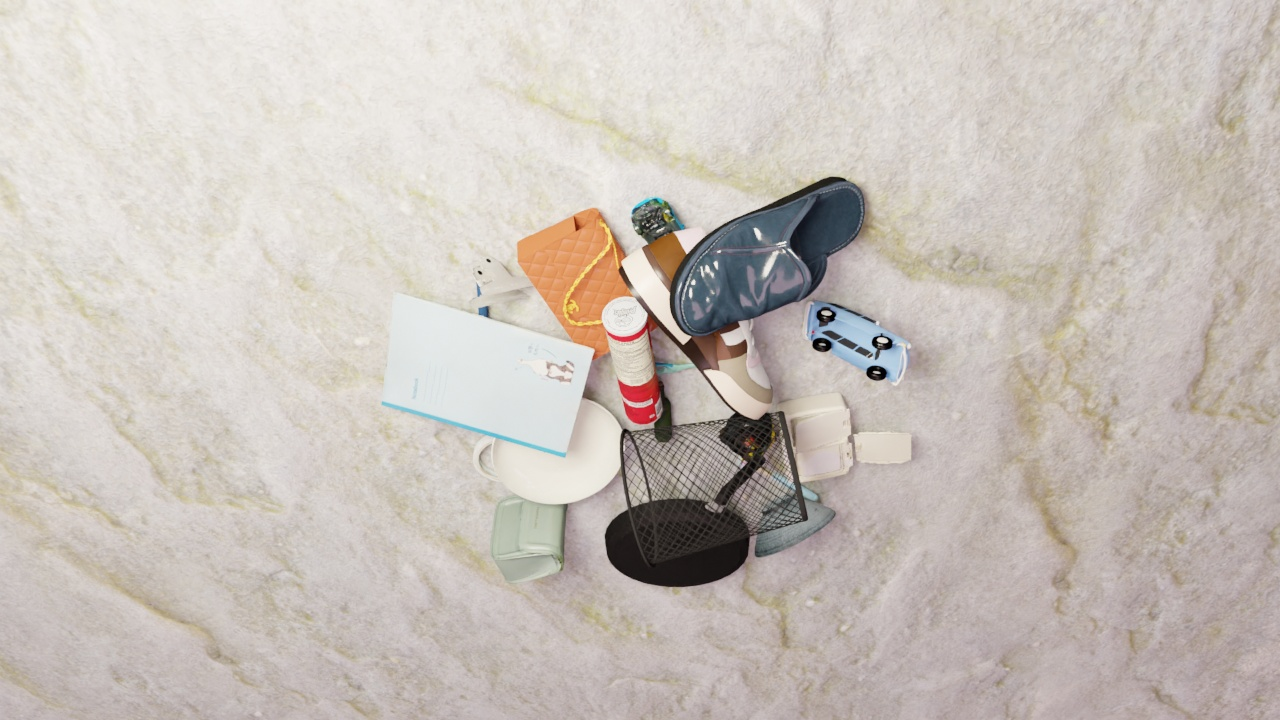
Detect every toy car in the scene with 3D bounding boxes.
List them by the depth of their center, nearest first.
[{"bbox_3d":[0.027,-0.147,1.057,0.048,0.032,0.105,-27,133,17],"label":"toy car"},{"bbox_3d":[0.266,-0.026,1.120,0.054,0.153,0.056,-24,130,-34],"label":"toy car"}]

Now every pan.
[{"bbox_3d":[0.086,0.248,1.376,0.225,0.034,0.358,19,134,-19],"label":"pan"}]

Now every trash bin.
[{"bbox_3d":[0.098,0.158,1.194,0.210,0.183,0.184,-13,131,8],"label":"trash bin"}]

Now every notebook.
[{"bbox_3d":[-0.198,0.023,1.159,0.253,0.009,0.181,16,125,-1],"label":"notebook"}]

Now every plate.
[{"bbox_3d":[-0.113,0.117,1.260,0.182,0.034,0.183,-4,122,-7],"label":"plate"}]

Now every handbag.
[{"bbox_3d":[-0.056,-0.086,1.089,0.109,0.060,0.172,-25,128,11],"label":"handbag"},{"bbox_3d":[-0.159,0.250,1.329,0.106,0.121,0.067,-13,129,11],"label":"handbag"}]

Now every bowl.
[{"bbox_3d":[0.218,0.236,1.374,0.137,0.136,0.057,-31,87,20],"label":"bowl"}]

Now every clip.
[{"bbox_3d":[-0.165,-0.099,1.069,0.052,0.101,0.059,-26,87,33],"label":"clip"}]

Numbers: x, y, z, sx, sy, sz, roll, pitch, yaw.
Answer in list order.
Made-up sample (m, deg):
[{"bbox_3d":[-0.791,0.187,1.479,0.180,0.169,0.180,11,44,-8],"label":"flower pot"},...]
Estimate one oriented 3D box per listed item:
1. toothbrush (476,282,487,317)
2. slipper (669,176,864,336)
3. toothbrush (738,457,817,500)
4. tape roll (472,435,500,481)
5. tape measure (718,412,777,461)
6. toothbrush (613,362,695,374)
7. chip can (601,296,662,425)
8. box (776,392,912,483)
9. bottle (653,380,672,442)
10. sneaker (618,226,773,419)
[{"bbox_3d":[-0.195,-0.035,1.147,0.014,0.014,0.168,-7,130,-14],"label":"toothbrush"},{"bbox_3d":[0.154,-0.110,0.993,0.265,0.083,0.109,-31,124,-15],"label":"slipper"},{"bbox_3d":[0.207,0.176,1.362,0.155,0.016,0.022,29,82,-26],"label":"toothbrush"},{"bbox_3d":[-0.190,0.137,1.298,0.093,0.013,0.093,-2,131,-2],"label":"tape roll"},{"bbox_3d":[0.152,0.102,1.277,0.071,0.042,0.072,37,124,-21],"label":"tape measure"},{"bbox_3d":[0.032,0.009,1.203,0.135,0.017,0.022,0,134,-5],"label":"toothbrush"},{"bbox_3d":[-0.007,0.007,1.124,0.052,0.051,0.215,-8,147,2],"label":"chip can"},{"bbox_3d":[0.287,0.108,1.290,0.184,0.044,0.144,-12,131,5],"label":"box"},{"bbox_3d":[0.029,0.069,1.248,0.025,0.025,0.106,-5,131,0],"label":"bottle"},{"bbox_3d":[0.099,-0.049,1.087,0.116,0.111,0.294,-36,125,9],"label":"sneaker"}]
